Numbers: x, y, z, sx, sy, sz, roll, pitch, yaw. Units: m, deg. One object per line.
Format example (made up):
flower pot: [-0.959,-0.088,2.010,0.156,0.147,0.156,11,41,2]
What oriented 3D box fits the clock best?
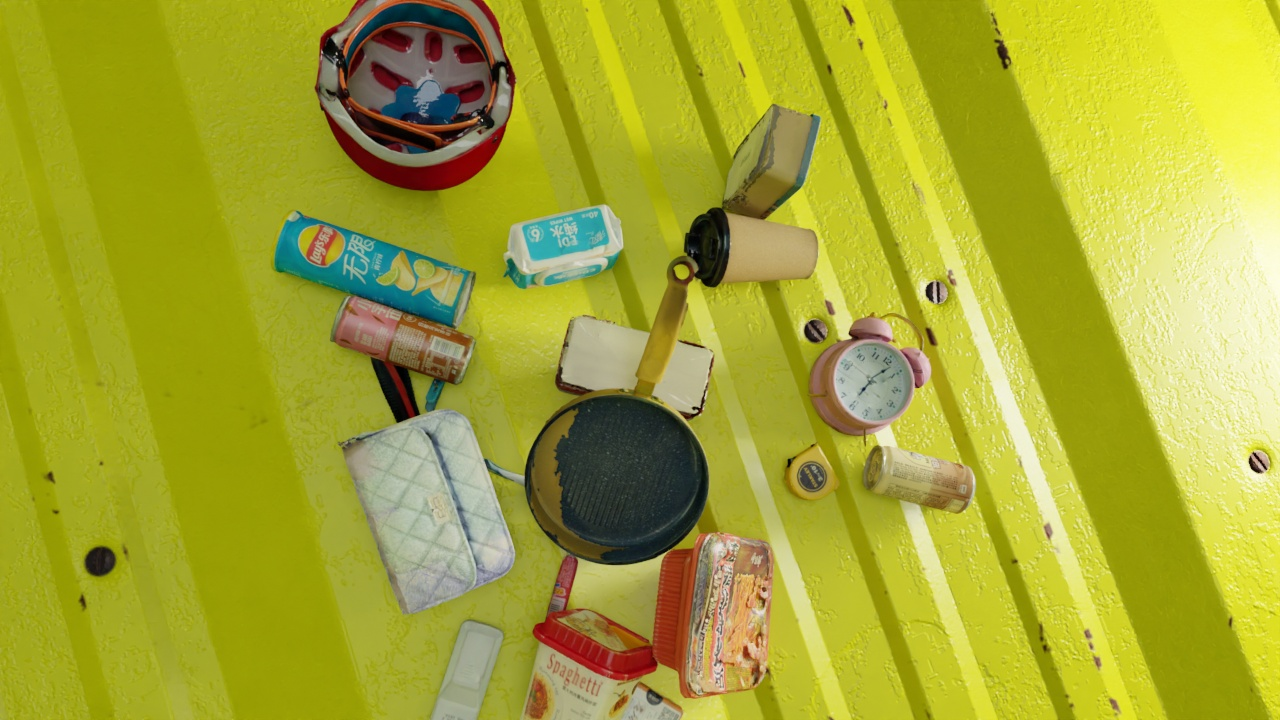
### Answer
clock: [0.275,0.014,1.084,0.117,0.060,0.158,40,76,-1]

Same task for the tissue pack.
tissue pack: [-0.088,-0.125,1.040,0.140,0.090,0.063,-14,83,-11]

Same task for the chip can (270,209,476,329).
chip can: [-0.293,-0.100,1.017,0.210,0.071,0.071,18,79,-5]

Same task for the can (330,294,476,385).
can: [-0.258,-0.022,1.003,0.147,0.058,0.058,20,79,-9]

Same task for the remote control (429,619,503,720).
remote control: [-0.187,0.345,0.985,0.049,0.024,0.124,18,80,-4]

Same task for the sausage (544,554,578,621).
sausage: [-0.094,0.285,1.010,0.020,0.020,0.155,16,79,-5]

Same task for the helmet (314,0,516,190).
helmet: [-0.244,-0.291,1.021,0.207,0.144,0.239,7,66,-7]

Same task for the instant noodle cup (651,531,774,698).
instant noodle cup: [0.077,0.267,0.980,0.079,0.188,0.164,0,76,34]

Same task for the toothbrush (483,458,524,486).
toothbrush: [-0.165,0.116,1.022,0.191,0.016,0.018,26,62,-9]

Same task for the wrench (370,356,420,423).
wrench: [-0.252,0.096,1.019,0.056,0.016,0.273,-15,84,-15]

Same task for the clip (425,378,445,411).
clip: [-0.228,0.029,1.030,0.013,0.033,0.054,20,65,-7]

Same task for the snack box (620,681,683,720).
snack box: [-0.023,0.427,0.993,0.075,0.026,0.153,32,78,-1]

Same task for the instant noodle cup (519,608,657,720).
instant noodle cup: [-0.061,0.337,0.954,0.116,0.116,0.124,21,90,27]

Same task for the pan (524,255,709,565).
pan: [-0.004,0.057,0.955,0.197,0.078,0.358,15,106,-5]

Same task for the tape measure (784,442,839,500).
tape measure: [0.197,0.134,1.069,0.057,0.029,0.060,-30,86,-12]

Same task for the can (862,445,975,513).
can: [0.325,0.138,1.071,0.116,0.058,0.058,14,79,-6]

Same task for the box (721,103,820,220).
box: [0.146,-0.223,1.041,0.060,0.184,0.089,16,84,-9]

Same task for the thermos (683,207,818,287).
thermos: [0.131,-0.130,1.077,0.143,0.093,0.093,1,81,-16]

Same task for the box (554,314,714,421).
box: [-0.006,0.006,1.022,0.168,0.076,0.091,14,80,-6]

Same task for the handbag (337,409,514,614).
handbag: [-0.219,0.152,0.962,0.134,0.076,0.194,-21,91,-12]
